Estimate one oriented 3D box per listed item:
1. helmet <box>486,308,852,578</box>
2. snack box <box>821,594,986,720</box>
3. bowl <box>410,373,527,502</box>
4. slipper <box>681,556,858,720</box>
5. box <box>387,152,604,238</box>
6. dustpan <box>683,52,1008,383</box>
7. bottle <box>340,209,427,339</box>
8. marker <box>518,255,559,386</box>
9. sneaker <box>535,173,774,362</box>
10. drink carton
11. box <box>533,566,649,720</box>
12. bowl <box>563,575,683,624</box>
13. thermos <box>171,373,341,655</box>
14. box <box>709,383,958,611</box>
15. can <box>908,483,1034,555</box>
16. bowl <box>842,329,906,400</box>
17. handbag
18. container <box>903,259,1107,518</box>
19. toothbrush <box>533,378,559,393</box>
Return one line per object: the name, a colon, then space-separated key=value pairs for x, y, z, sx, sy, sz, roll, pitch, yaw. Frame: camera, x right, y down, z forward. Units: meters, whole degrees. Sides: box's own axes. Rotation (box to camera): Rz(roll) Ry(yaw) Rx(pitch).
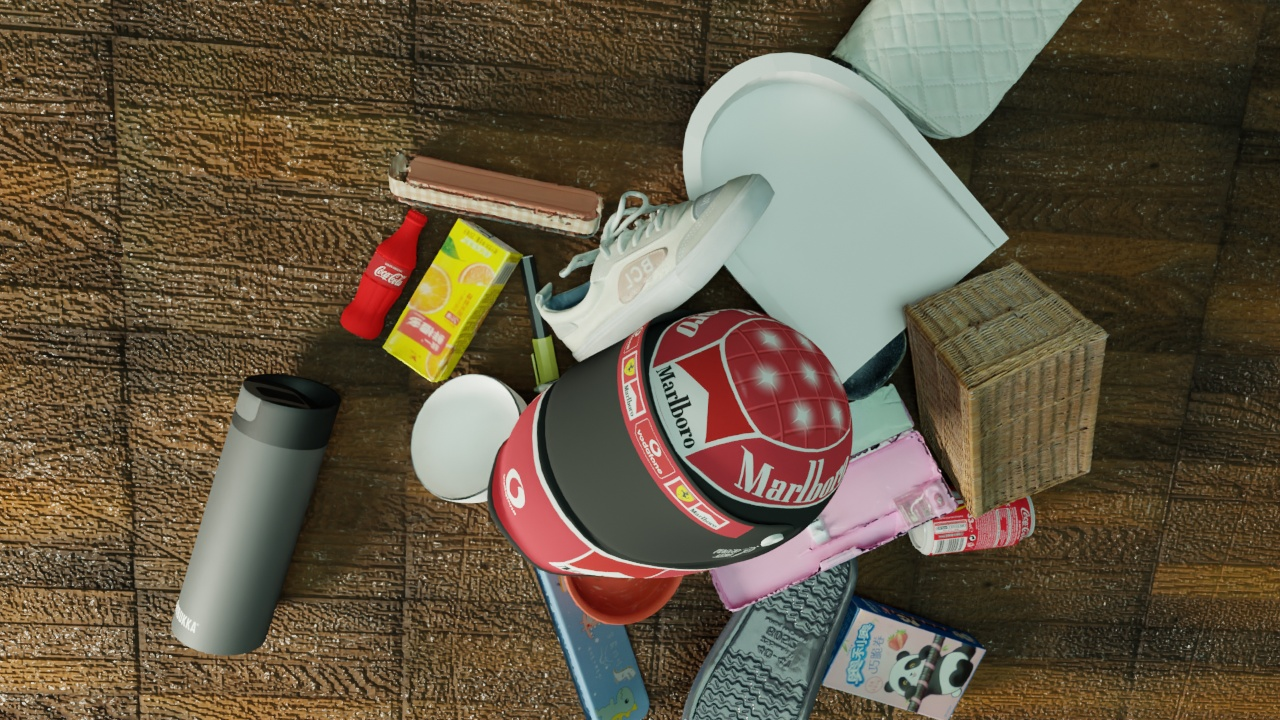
helmet: x=0.046 y=0.063 z=0.726 sx=0.225 sy=0.270 sz=0.197 roll=-39 pitch=62 yaw=41
snack box: x=0.255 y=0.295 z=0.906 sx=0.154 sy=0.033 sz=0.088 roll=22 pitch=99 yaw=-16
bowl: x=-0.140 y=0.074 z=0.816 sx=0.114 sy=0.063 sz=0.113 roll=-8 pitch=70 yaw=23
slipper: x=0.120 y=0.283 z=0.889 sx=0.110 sy=0.083 sz=0.268 roll=26 pitch=82 yaw=1
box: x=-0.126 y=-0.143 z=0.803 sx=0.188 sy=0.064 sz=0.056 roll=13 pitch=65 yaw=-4
dustpan: x=0.152 y=-0.134 z=0.774 sx=0.191 sy=0.053 sz=0.257 roll=-42 pitch=86 yaw=6
bottle: x=-0.221 y=-0.077 z=0.804 sx=0.036 sy=0.036 sz=0.119 roll=29 pitch=98 yaw=-9
marker: x=-0.094 y=-0.033 z=0.831 sx=0.021 sy=0.017 sz=0.124 roll=-10 pitch=101 yaw=-2
sneaker: x=0.000 y=-0.085 z=0.752 sx=0.091 sy=0.089 sz=0.243 roll=44 pitch=128 yaw=-10
drink carton: x=-0.165 y=-0.052 z=0.806 sx=0.058 sy=0.043 sz=0.135 roll=33 pitch=98 yaw=6
box: x=-0.046 y=0.263 z=0.877 sx=0.068 sy=0.059 sz=0.210 roll=-18 pitch=103 yaw=-3
bowl: x=-0.021 y=0.175 z=0.852 sx=0.130 sy=0.045 sz=0.130 roll=0 pitch=91 yaw=-28
thermos: x=-0.342 y=0.135 z=0.817 sx=0.082 sy=0.082 sz=0.240 roll=19 pitch=100 yaw=-8
box: x=0.152 y=0.114 z=0.852 sx=0.230 sy=0.035 sz=0.159 roll=-26 pitch=76 yaw=6
can: x=0.312 y=0.148 z=0.872 sx=0.105 sy=0.064 sz=0.064 roll=-6 pitch=102 yaw=-3
bowl: x=0.180 y=-0.020 z=0.828 sx=0.110 sy=0.055 sz=0.110 roll=0 pitch=92 yaw=8
handbag: x=0.270 y=-0.292 z=0.775 sx=0.139 sy=0.072 sz=0.195 roll=38 pitch=97 yaw=-2
container: x=0.306 y=0.025 z=0.783 sx=0.114 sy=0.112 sz=0.199 roll=-23 pitch=136 yaw=0
toothbrush: x=-0.005 y=0.005 z=0.837 sx=0.189 sy=0.016 sz=0.017 roll=-13 pitch=92 yaw=-9
